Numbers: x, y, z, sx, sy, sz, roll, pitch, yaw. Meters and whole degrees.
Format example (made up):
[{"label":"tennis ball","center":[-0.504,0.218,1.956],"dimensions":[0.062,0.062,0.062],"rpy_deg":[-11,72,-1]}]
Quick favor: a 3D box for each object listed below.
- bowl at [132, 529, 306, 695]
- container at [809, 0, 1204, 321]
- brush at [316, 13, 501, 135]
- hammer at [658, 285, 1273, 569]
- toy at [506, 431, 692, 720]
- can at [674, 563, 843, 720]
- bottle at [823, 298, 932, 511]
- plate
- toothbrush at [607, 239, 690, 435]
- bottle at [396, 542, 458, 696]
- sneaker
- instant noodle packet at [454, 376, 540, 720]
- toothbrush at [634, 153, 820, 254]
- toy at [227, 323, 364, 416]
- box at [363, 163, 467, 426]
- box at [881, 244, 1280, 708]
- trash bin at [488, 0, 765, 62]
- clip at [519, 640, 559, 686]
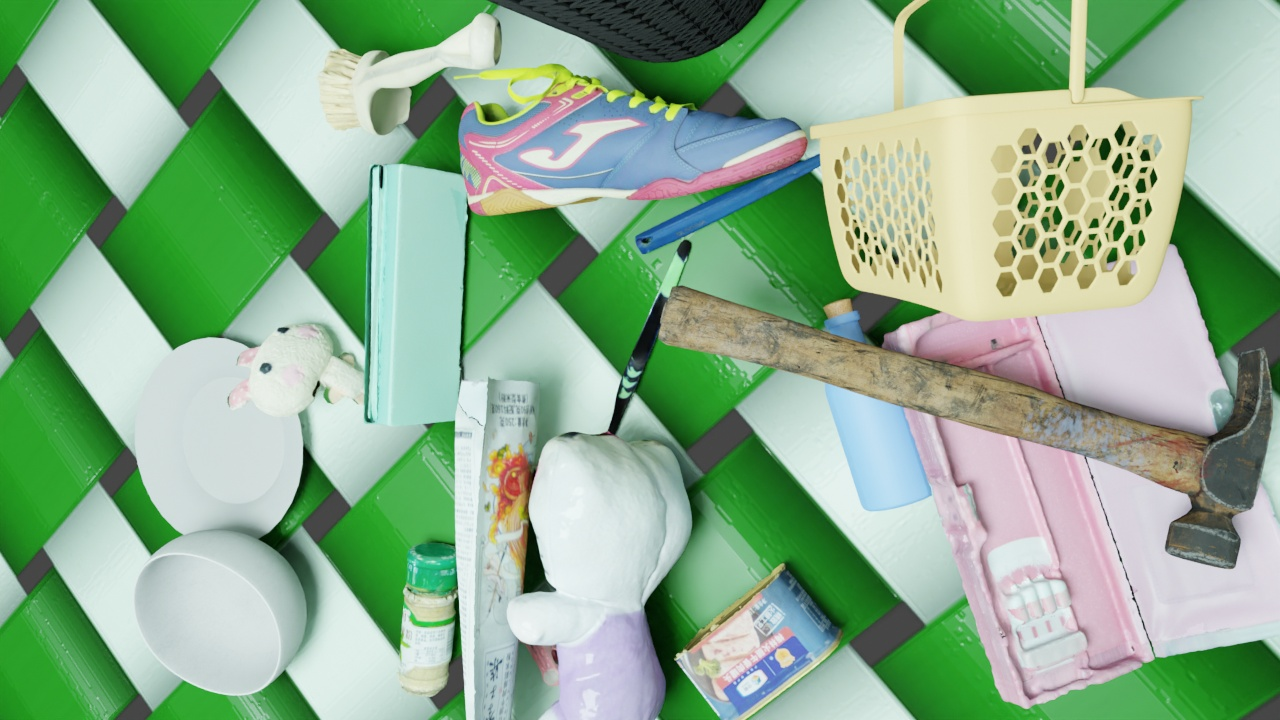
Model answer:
[{"label":"bowl","center":[-0.325,0.192,0.730],"dimensions":[0.132,0.064,0.132],"rpy_deg":[5,111,12]},{"label":"container","center":[0.176,-0.115,0.474],"dimensions":[0.129,0.183,0.167],"rpy_deg":[-6,101,-7]},{"label":"brush","center":[-0.149,-0.182,0.581],"dimensions":[0.273,0.077,0.062],"rpy_deg":[14,111,59]},{"label":"hammer","center":[0.174,0.010,0.509],"dimensions":[0.330,0.033,0.120],"rpy_deg":[16,84,4]},{"label":"toy","center":[-0.021,0.148,0.591],"dimensions":[0.086,0.137,0.209],"rpy_deg":[5,95,34]},{"label":"can","center":[0.076,0.188,0.603],"dimensions":[0.100,0.054,0.059],"rpy_deg":[-44,78,15]},{"label":"bottle","center":[0.143,0.025,0.574],"dimensions":[0.048,0.048,0.131],"rpy_deg":[-18,87,19]},{"label":"plate","center":[-0.345,0.068,0.761],"dimensions":[0.173,0.019,0.173],"rpy_deg":[1,93,19]},{"label":"toothbrush","center":[-0.004,0.004,0.642],"dimensions":[0.014,0.017,0.188],"rpy_deg":[25,99,18]},{"label":"bottle","center":[-0.159,0.195,0.692],"dimensions":[0.043,0.042,0.110],"rpy_deg":[9,97,18]},{"label":"sneaker","center":[-0.016,-0.147,0.585],"dimensions":[0.242,0.116,0.091],"rpy_deg":[-1,102,25]},{"label":"instant noodle packet","center":[-0.095,0.148,0.610],"dimensions":[0.057,0.147,0.269],"rpy_deg":[0,87,-3]},{"label":"toothbrush","center":[0.080,-0.116,0.605],"dimensions":[0.190,0.017,0.016],"rpy_deg":[-23,84,19]},{"label":"toy","center":[-0.264,0.008,0.704],"dimensions":[0.112,0.087,0.050],"rpy_deg":[0,136,7]},{"label":"box","center":[-0.184,-0.048,0.677],"dimensions":[0.079,0.077,0.189],"rpy_deg":[7,97,35]},{"label":"box","center":[0.258,0.067,0.539],"dimensions":[0.180,0.055,0.232],"rpy_deg":[-16,86,4]},{"label":"trash bin","center":[-0.018,-0.280,0.511],"dimensions":[0.217,0.242,0.217],"rpy_deg":[1,93,19]},{"label":"clip","center":[-0.072,0.210,0.666],"dimensions":[0.022,0.035,0.057],"rpy_deg":[-29,87,15]}]
